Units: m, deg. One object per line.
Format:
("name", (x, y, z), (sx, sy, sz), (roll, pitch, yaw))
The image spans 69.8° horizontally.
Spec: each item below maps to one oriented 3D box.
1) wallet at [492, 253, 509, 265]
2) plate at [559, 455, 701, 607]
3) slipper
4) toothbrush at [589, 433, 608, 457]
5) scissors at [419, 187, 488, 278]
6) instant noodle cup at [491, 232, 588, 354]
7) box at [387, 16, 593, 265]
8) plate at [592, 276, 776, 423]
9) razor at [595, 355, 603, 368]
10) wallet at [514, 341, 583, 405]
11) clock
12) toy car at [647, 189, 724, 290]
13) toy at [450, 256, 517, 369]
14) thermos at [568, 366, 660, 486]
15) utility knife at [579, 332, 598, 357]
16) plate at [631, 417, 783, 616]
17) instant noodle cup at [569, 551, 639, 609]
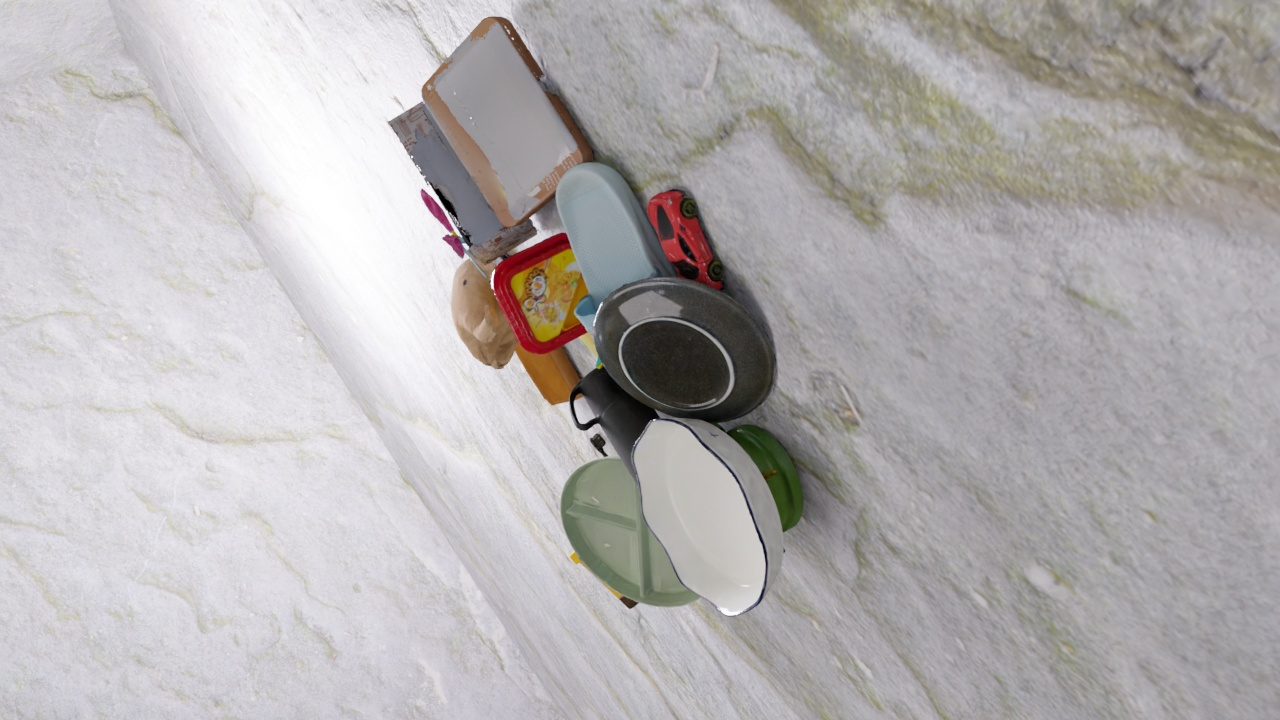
("wallet", (-0.190, -0.107, 1.270), (0.096, 0.020, 0.123), (46, 153, 12))
("plate", (0.000, 0.218, 1.179), (0.230, 0.027, 0.231), (14, 123, 23))
("slipper", (-0.020, -0.072, 0.893), (0.104, 0.074, 0.245), (-12, 107, 37))
("toothbrush", (-0.003, 0.186, 1.263), (0.212, 0.026, 0.027), (52, 121, 16))
("scissors", (-0.214, -0.145, 1.044), (0.131, 0.017, 0.133), (56, -177, -5))
("instant noodle cup", (-0.113, -0.082, 1.055), (0.116, 0.116, 0.124), (66, 166, -19))
("box", (-0.170, -0.220, 0.988), (0.179, 0.132, 0.272), (58, 151, -1))
("plate", (0.036, -0.001, 0.856), (0.179, 0.024, 0.180), (14, 136, 14))
("razor", (-0.037, -0.042, 1.005), (0.028, 0.043, 0.133), (17, 128, 15))
("wallet", (-0.137, 0.001, 1.273), (0.130, 0.035, 0.119), (61, 152, -8))
("clock", (0.095, 0.123, 0.940), (0.161, 0.056, 0.116), (24, 128, 53))
("toy car", (0.041, -0.102, 0.827), (0.049, 0.031, 0.106), (6, 127, 62))
("toy", (-0.196, -0.064, 1.145), (0.226, 0.082, 0.143), (119, 133, -86))
("thermos", (0.004, 0.117, 1.057), (0.242, 0.089, 0.069), (54, 162, 23))
("utility knife", (-0.065, -0.027, 1.097), (0.208, 0.021, 0.031), (-127, 23, -49))
("plate", (0.067, 0.147, 0.899), (0.205, 0.045, 0.205), (38, 139, 42))
("instant noodle cup", (-0.020, 0.279, 1.305), (0.114, 0.118, 0.119), (46, 155, 6))
